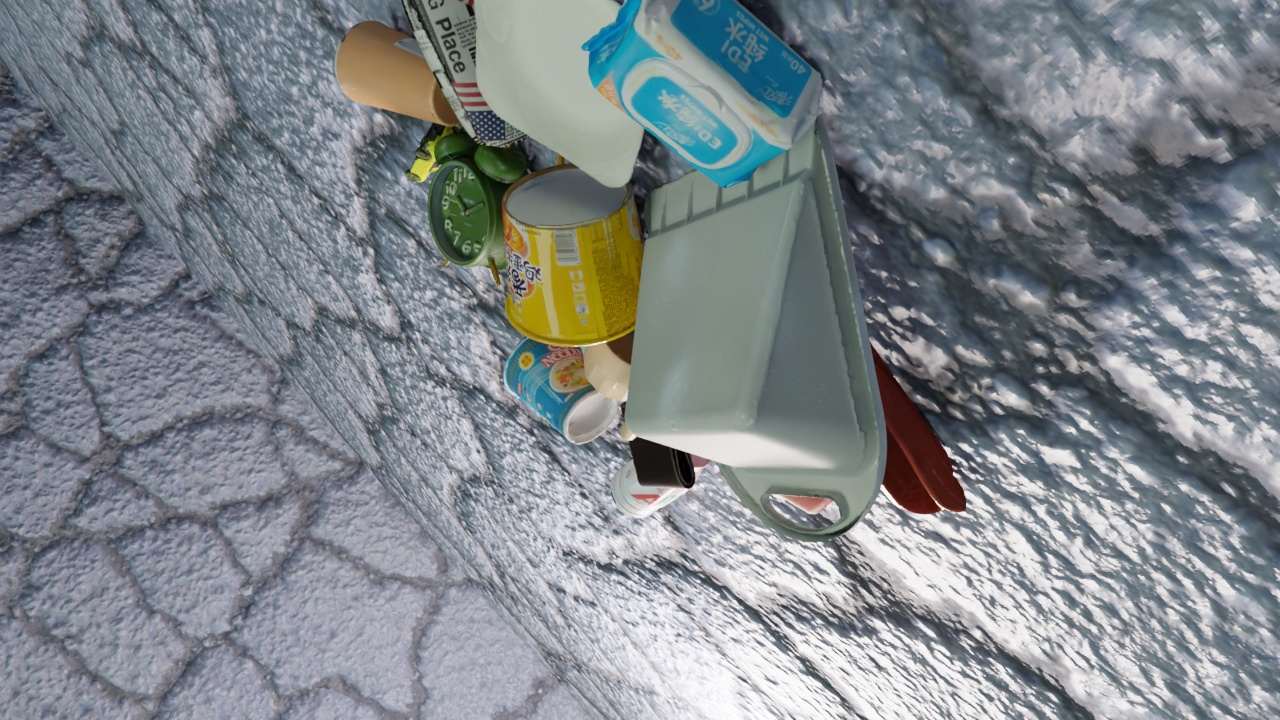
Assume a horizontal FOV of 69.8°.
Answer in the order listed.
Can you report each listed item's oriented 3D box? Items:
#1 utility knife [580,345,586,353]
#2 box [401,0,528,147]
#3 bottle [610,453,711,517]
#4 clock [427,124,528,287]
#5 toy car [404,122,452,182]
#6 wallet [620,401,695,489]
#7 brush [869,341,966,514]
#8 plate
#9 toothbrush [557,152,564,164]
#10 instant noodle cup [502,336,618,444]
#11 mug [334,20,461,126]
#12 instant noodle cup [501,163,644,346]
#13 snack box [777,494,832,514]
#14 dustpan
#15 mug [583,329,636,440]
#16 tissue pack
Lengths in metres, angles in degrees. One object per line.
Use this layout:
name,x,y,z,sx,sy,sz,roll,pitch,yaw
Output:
utility knife,-0.078,-0.078,0.917,0.034,0.018,0.191,4,118,56
box,-0.135,-0.257,0.761,0.088,0.076,0.163,-1,127,29
bottle,0.025,0.127,1.041,0.068,0.068,0.197,47,152,2
clock,-0.154,-0.160,0.883,0.116,0.056,0.161,21,115,39
toy car,-0.216,-0.216,0.950,0.032,0.048,0.105,26,160,-19
wallet,0.014,0.084,0.940,0.122,0.020,0.096,-15,88,67
brush,0.189,0.058,0.690,0.146,0.063,0.069,52,167,-12
plate,-0.055,-0.223,0.687,0.164,0.034,0.164,34,148,14
toothbrush,-0.075,-0.140,0.835,0.016,0.018,0.192,24,137,18
instant noodle cup,-0.082,0.032,1.007,0.110,0.099,0.099,42,156,36
mug,-0.213,-0.263,0.851,0.123,0.078,0.078,25,147,28
instant noodle cup,-0.056,-0.096,0.783,0.138,0.137,0.110,28,140,35
snack box,0.139,0.072,0.756,0.080,0.091,0.082,36,143,6
dustpan,0.093,-0.006,0.675,0.142,0.257,0.223,18,167,-27
mug,-0.005,0.005,0.864,0.104,0.084,0.124,124,142,-66
tissue pack,0.037,-0.172,0.568,0.140,0.063,0.090,35,157,-16
